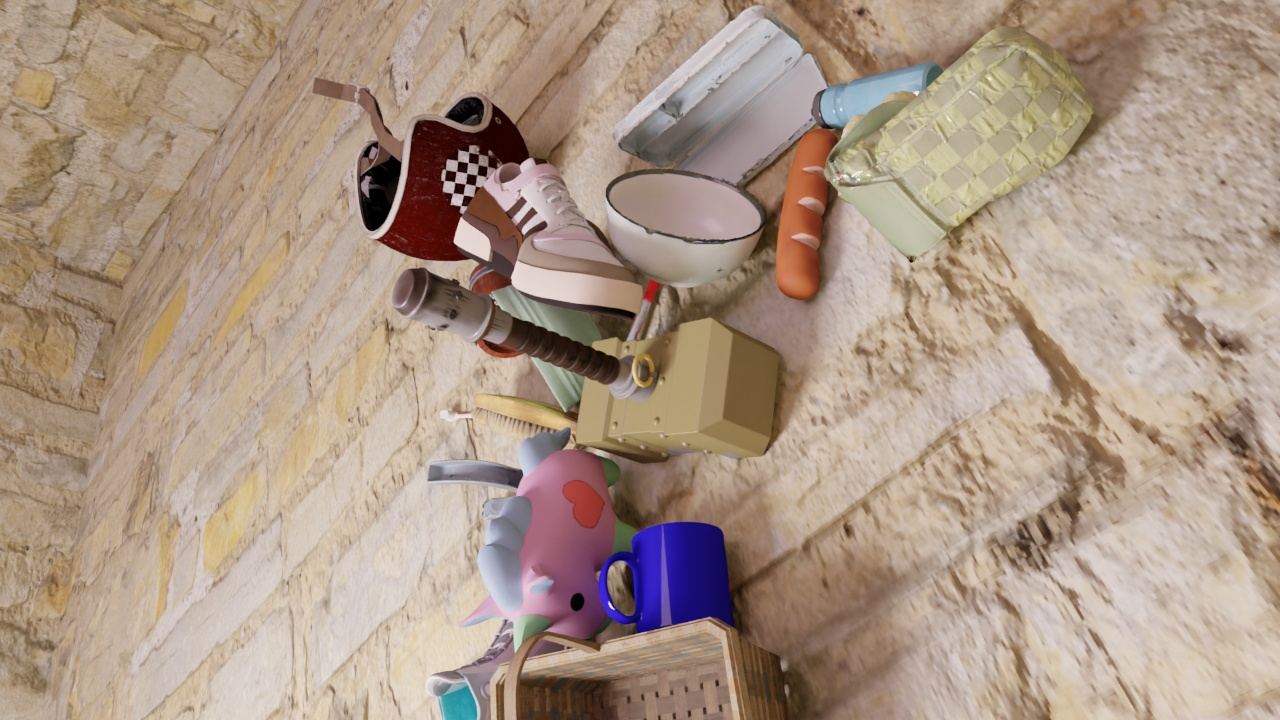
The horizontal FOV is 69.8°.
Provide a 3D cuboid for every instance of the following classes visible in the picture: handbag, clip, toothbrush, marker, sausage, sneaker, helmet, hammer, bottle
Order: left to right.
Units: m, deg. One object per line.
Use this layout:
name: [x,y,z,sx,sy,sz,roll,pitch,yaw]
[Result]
helmet: [-0.273,-0.248,1.199,0.234,0.253,0.234,2,88,55]
toothbrush: [-0.197,0.067,1.143,0.182,0.018,0.015,-5,70,47]
sneaker: [-0.127,0.258,0.850,0.093,0.160,0.256,-37,48,31]
clip: [-0.144,0.146,0.993,0.165,0.169,0.031,116,159,-64]
sneaker: [-0.080,-0.127,0.891,0.294,0.111,0.116,33,110,53]
hammer: [-0.057,-0.003,0.766,0.191,0.324,0.100,-10,65,46]
marker: [0.003,-0.051,0.967,0.013,0.012,0.142,10,75,51]
sausage: [0.149,-0.133,0.826,0.045,0.039,0.164,-2,70,42]
bottle: [0.204,-0.231,0.811,0.130,0.040,0.040,3,74,50]
handbag: [0.235,-0.170,0.702,0.187,0.113,0.116,-38,33,27]

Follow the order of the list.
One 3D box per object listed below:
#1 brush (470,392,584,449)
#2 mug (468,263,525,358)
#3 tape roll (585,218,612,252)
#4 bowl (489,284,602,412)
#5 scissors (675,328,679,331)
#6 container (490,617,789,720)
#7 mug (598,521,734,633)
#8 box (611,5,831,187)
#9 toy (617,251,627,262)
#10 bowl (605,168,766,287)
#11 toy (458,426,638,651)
brush: [-0.127,0.067,1.026,0.196,0.059,0.043,11,91,44]
mug: [-0.188,-0.062,1.133,0.117,0.081,0.111,-21,43,-2]
tape roll: [-0.074,-0.112,1.029,0.030,0.093,0.093,-10,64,46]
bowl: [-0.088,-0.027,0.974,0.077,0.151,0.151,-32,42,-5]
scissors: [-0.006,0.005,0.960,0.137,0.015,0.055,-34,39,27]
container: [-0.024,0.283,0.674,0.251,0.186,0.157,-24,61,34]
mug: [0.019,0.186,0.758,0.079,0.111,0.083,123,148,-53]
box: [0.076,-0.249,0.918,0.211,0.105,0.129,-40,48,29]
toy: [0.005,-0.162,1.015,0.049,0.030,0.111,0,66,34]
bowl: [0.038,-0.121,0.879,0.153,0.153,0.073,-123,35,-47]
toy: [-0.083,0.154,0.838,0.120,0.171,0.222,-35,58,33]
